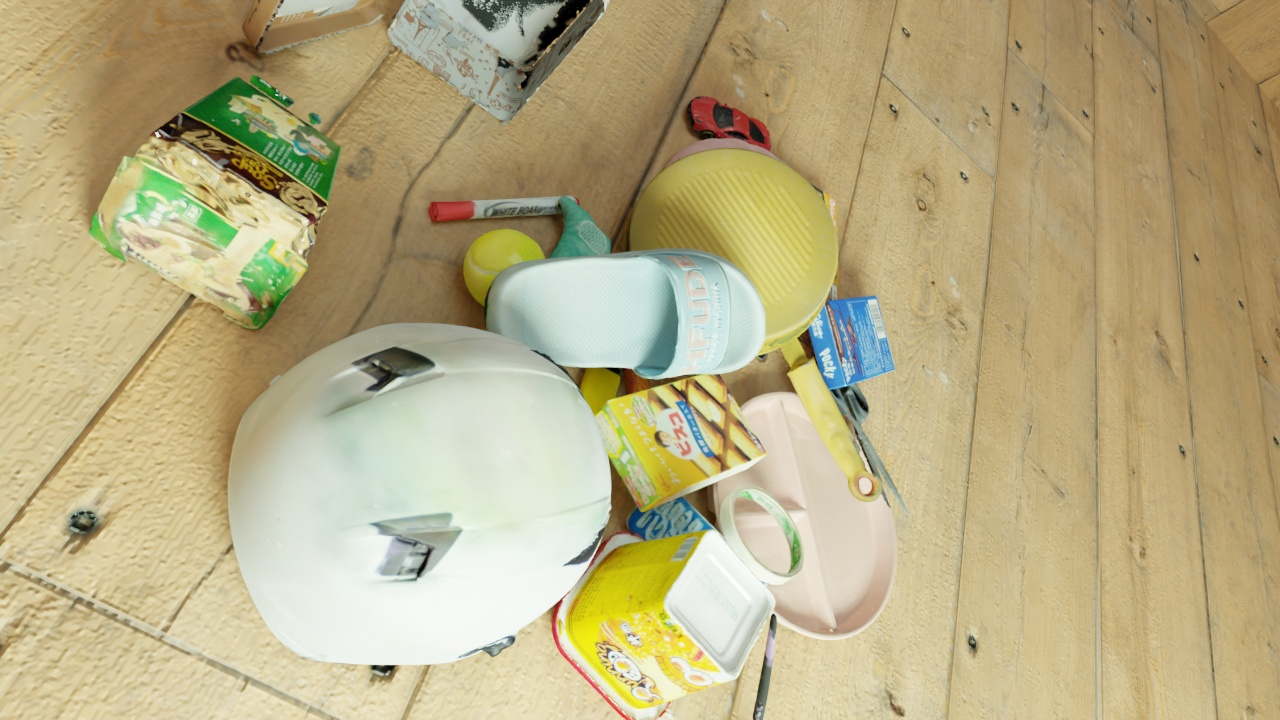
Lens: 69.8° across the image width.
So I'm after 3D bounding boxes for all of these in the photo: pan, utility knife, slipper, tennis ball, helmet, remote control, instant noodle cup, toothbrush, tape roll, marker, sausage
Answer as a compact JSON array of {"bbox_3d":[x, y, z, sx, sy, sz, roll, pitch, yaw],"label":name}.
[{"bbox_3d":[0.123,-0.030,0.837,0.197,0.078,0.357,-30,78,-12],"label":"pan"},{"bbox_3d":[-0.050,0.088,0.721,0.033,0.015,0.222,25,56,-18],"label":"utility knife"},{"bbox_3d":[0.001,-0.035,0.711,0.245,0.074,0.104,0,101,-30],"label":"slipper"},{"bbox_3d":[-0.106,-0.071,0.720,0.065,0.066,0.065,17,60,-31],"label":"tennis ball"},{"bbox_3d":[-0.116,0.071,0.583,0.258,0.146,0.228,1,69,-34],"label":"helmet"},{"bbox_3d":[0.045,0.156,0.742,0.125,0.024,0.049,45,78,-3],"label":"remote control"},{"bbox_3d":[0.020,0.183,0.657,0.116,0.124,0.115,49,48,-9],"label":"instant noodle cup"},{"bbox_3d":[0.086,0.249,0.669,0.016,0.189,0.014,-7,36,-11],"label":"toothbrush"},{"bbox_3d":[0.102,0.144,0.760,0.085,0.014,0.085,30,37,-26],"label":"tape roll"},{"bbox_3d":[-0.112,-0.129,0.777,0.145,0.017,0.017,-11,76,-41],"label":"marker"},{"bbox_3d":[-0.005,0.005,0.792,0.021,0.022,0.165,7,65,-36],"label":"sausage"}]

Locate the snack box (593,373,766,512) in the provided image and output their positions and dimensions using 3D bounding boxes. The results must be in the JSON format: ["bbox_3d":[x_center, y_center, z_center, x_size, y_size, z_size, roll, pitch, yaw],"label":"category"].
[{"bbox_3d":[0.033,0.062,0.747,0.140,0.034,0.087,-14,68,-44],"label":"snack box"}]

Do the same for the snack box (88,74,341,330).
[{"bbox_3d":[-0.262,-0.109,0.598,0.118,0.118,0.105,35,40,-23],"label":"snack box"}]

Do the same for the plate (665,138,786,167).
[{"bbox_3d":[0.111,-0.149,0.923,0.192,0.039,0.192,11,62,-22],"label":"plate"}]

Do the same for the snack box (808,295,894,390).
[{"bbox_3d":[0.216,-0.021,0.938,0.156,0.026,0.084,-10,85,-57],"label":"snack box"}]

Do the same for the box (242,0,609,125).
[{"bbox_3d":[-0.155,-0.299,0.715,0.268,0.180,0.136,1,69,-39],"label":"box"}]

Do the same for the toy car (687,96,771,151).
[{"bbox_3d":[0.097,-0.251,0.990,0.106,0.031,0.049,18,58,-28],"label":"toy car"}]

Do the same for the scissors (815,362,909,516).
[{"bbox_3d":[0.212,0.070,0.898,0.164,0.014,0.163,46,29,-4],"label":"scissors"}]

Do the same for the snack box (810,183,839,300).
[{"bbox_3d":[0.180,-0.125,0.996,0.075,0.026,0.153,23,57,-29],"label":"snack box"}]

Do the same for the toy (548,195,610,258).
[{"bbox_3d":[-0.054,-0.083,0.793,0.096,0.030,0.091,45,53,-22],"label":"toy"}]

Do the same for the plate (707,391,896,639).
[{"bbox_3d":[0.149,0.140,0.844,0.229,0.028,0.229,17,58,-31],"label":"plate"}]
